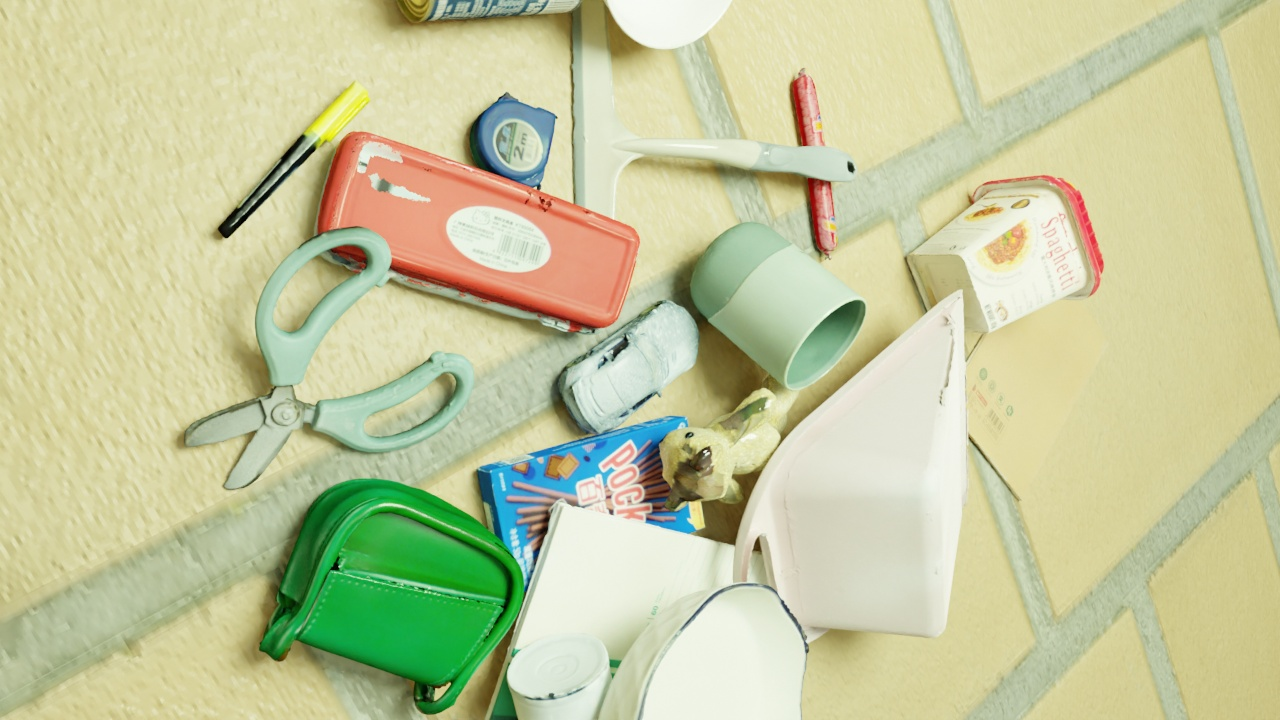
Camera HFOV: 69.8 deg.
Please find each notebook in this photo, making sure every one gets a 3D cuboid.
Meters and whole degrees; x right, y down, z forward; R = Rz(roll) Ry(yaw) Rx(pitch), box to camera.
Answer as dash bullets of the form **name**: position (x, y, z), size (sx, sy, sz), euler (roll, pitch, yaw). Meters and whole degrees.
- **notebook**: position (0.005, 0.192, 0.647), size (0.209, 0.012, 0.150), euler (20, 89, -34)
- **notebook**: position (0.379, 0.010, 0.891), size (0.148, 0.008, 0.207), euler (46, 68, -23)

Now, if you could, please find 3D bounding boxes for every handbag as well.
- **handbag**: position (-0.147, 0.139, 0.550), size (0.131, 0.068, 0.120), euler (32, 82, -28)

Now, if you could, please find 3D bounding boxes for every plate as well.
- **plate**: position (0.040, 0.243, 0.592), size (0.204, 0.046, 0.205), euler (-7, 100, -51)

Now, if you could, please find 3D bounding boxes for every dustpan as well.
- **dustpan**: position (0.175, 0.096, 0.723), size (0.272, 0.139, 0.223), euler (-56, 140, -51)

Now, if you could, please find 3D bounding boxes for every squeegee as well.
- **squeegee**: position (0.070, -0.150, 0.677), size (0.246, 0.039, 0.246), euler (-1, 91, -26)

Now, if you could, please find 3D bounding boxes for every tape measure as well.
- **tape measure**: position (-0.085, -0.144, 0.606), size (0.054, 0.025, 0.058), euler (15, 78, -28)

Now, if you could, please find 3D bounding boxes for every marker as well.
- **marker**: position (-0.203, -0.118, 0.540), size (0.015, 0.018, 0.124), euler (42, 71, -18)

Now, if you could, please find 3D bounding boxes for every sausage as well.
- **sausage**: position (0.143, -0.159, 0.745), size (0.020, 0.020, 0.156), euler (-13, 97, -30)

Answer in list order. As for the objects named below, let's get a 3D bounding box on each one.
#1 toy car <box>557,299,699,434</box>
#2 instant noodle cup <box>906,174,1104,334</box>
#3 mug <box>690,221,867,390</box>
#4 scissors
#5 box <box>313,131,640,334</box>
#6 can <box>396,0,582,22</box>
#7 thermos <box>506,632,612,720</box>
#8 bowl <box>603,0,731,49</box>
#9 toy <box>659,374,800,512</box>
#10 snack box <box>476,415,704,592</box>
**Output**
- **toy car**: position (-0.004, 0.004, 0.649), size (0.120, 0.037, 0.054), euler (-38, 108, -28)
- **instant noodle cup**: position (0.312, -0.086, 0.798), size (0.124, 0.117, 0.116), euler (-31, 106, -15)
- **mug**: position (0.099, -0.037, 0.669), size (0.082, 0.106, 0.112), euler (-44, 152, -6)
- **scissors**: position (-0.183, -0.004, 0.532), size (0.173, 0.019, 0.178), euler (-16, 117, -25)
- **box**: position (-0.101, -0.076, 0.585), size (0.201, 0.048, 0.087), euler (16, 91, -25)
- **can**: position (-0.093, -0.254, 0.572), size (0.111, 0.075, 0.075), euler (-16, 98, -30)
- **thermos**: position (-0.035, 0.287, 0.596), size (0.070, 0.070, 0.220), euler (-20, 111, -29)
- **bowl**: position (0.006, -0.276, 0.613), size (0.118, 0.065, 0.118), euler (-22, 131, -28)
- **toy**: position (0.070, 0.053, 0.660), size (0.066, 0.105, 0.156), euler (37, 38, 18)
- **snack box**: position (-0.030, 0.096, 0.637), size (0.156, 0.026, 0.084), euler (-13, 97, -30)
